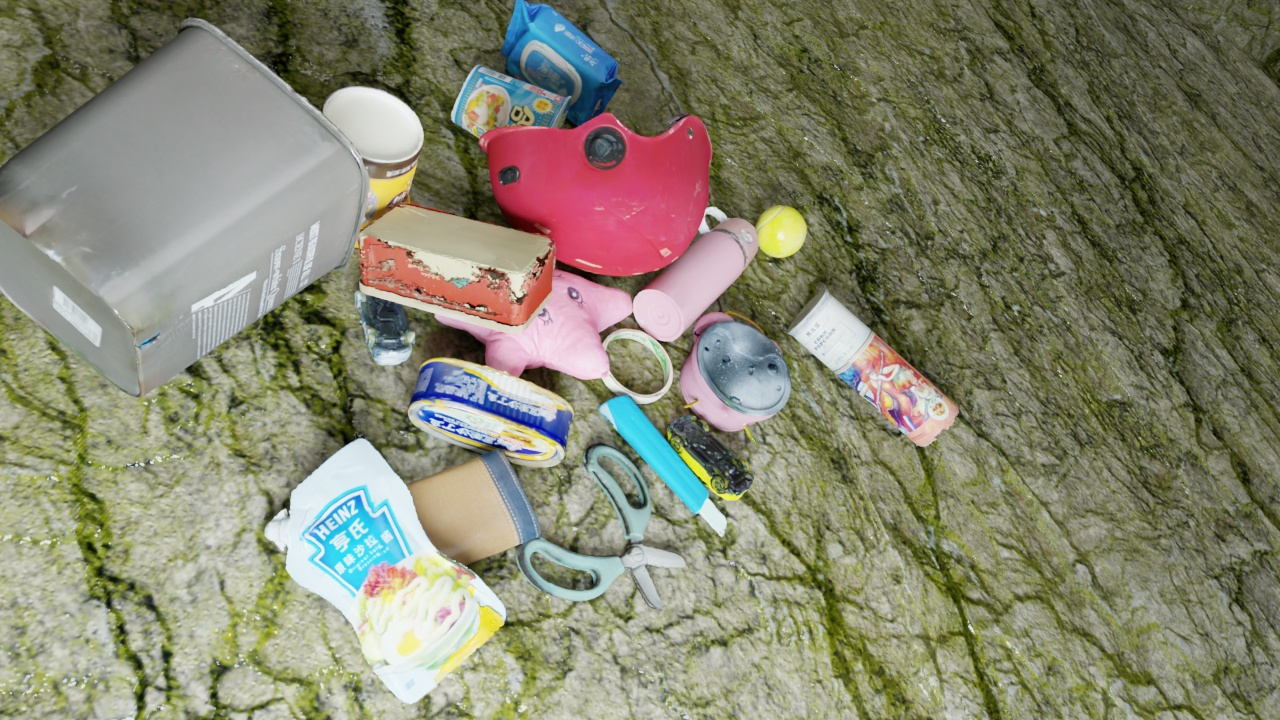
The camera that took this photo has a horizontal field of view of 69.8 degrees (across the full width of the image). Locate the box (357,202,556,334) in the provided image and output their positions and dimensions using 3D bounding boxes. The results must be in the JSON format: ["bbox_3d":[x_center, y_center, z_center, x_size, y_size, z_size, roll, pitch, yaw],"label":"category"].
[{"bbox_3d":[-0.168,-0.093,0.836,0.168,0.077,0.091,15,36,11],"label":"box"}]

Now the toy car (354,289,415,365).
[{"bbox_3d":[-0.238,-0.034,0.848,0.042,0.034,0.090,-6,49,-28],"label":"toy car"}]

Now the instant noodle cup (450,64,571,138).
[{"bbox_3d":[-0.147,-0.275,1.028,0.110,0.099,0.099,27,50,-5],"label":"instant noodle cup"}]

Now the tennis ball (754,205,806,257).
[{"bbox_3d":[0.177,-0.163,1.162,0.065,0.066,0.065,15,53,-22],"label":"tennis ball"}]

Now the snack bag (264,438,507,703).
[{"bbox_3d":[-0.201,0.164,0.718,0.110,0.039,0.191,-41,87,-1],"label":"snack bag"}]

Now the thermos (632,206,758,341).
[{"bbox_3d":[0.064,-0.107,1.054,0.087,0.067,0.198,51,49,-9],"label":"thermos"}]

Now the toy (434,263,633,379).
[{"bbox_3d":[-0.085,-0.037,0.907,0.194,0.075,0.178,-27,56,-37],"label":"toy"}]

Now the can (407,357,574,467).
[{"bbox_3d":[-0.134,0.049,0.830,0.148,0.075,0.049,21,54,-18],"label":"can"}]

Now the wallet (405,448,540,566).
[{"bbox_3d":[-0.153,0.132,0.786,0.115,0.033,0.090,-19,69,-33],"label":"wallet"}]

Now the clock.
[{"bbox_3d":[0.104,0.007,1.011,0.117,0.060,0.158,27,51,-12],"label":"clock"}]

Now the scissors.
[{"bbox_3d":[-0.036,0.150,0.859,0.170,0.019,0.179,10,54,-24],"label":"scissors"}]

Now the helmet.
[{"bbox_3d":[-0.042,-0.159,0.938,0.239,0.207,0.144,-2,86,-17],"label":"helmet"}]

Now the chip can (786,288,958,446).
[{"bbox_3d":[0.280,0.010,1.106,0.214,0.071,0.071,41,48,-2],"label":"chip can"}]

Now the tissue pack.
[{"bbox_3d":[-0.101,-0.355,1.104,0.157,0.095,0.052,39,54,-3],"label":"tissue pack"}]

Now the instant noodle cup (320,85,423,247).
[{"bbox_3d":[-0.268,-0.189,0.878,0.118,0.115,0.118,16,53,-22],"label":"instant noodle cup"}]

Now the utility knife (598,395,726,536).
[{"bbox_3d":[0.027,0.106,0.926,0.034,0.018,0.179,-39,85,-27],"label":"utility knife"}]

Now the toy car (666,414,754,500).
[{"bbox_3d":[0.068,0.101,0.945,0.105,0.032,0.048,45,47,18],"label":"toy car"}]

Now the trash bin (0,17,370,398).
[{"bbox_3d":[-0.366,-0.109,0.725,0.198,0.200,0.219,39,55,-3],"label":"trash bin"}]

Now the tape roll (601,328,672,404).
[{"bbox_3d":[-0.006,0.006,0.975,0.085,0.014,0.085,15,54,-22],"label":"tape roll"}]
